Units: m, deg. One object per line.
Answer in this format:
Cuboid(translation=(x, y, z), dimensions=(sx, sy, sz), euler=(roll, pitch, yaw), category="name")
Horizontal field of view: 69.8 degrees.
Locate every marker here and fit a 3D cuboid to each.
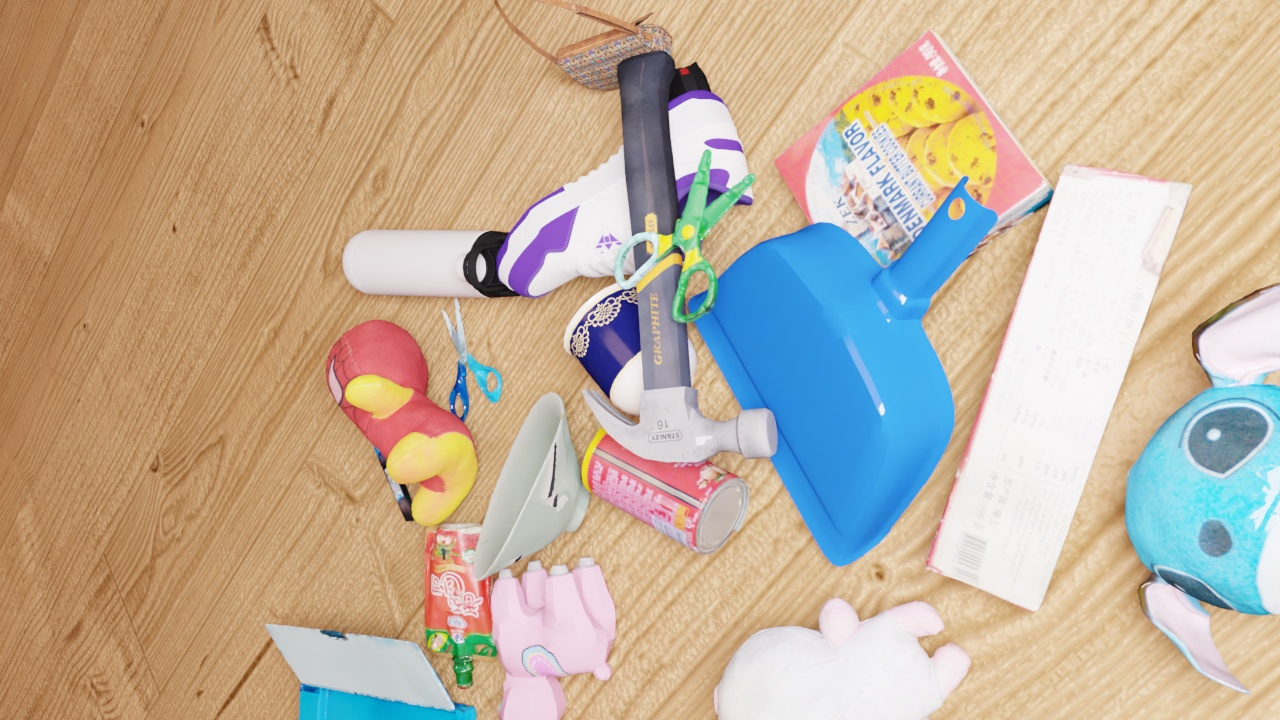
Cuboid(translation=(-0.261, 0.114, 0.963), dimensions=(0.018, 0.015, 0.123), euler=(-38, 67, 23), category="marker")

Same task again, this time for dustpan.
Cuboid(translation=(0.142, -0.023, 0.613), dimensions=(0.245, 0.059, 0.258), euler=(63, 153, 23), category="dustpan")

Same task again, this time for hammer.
Cuboid(translation=(0.019, -0.080, 0.683), dimensions=(0.139, 0.035, 0.312), euler=(-7, 82, 22), category="hammer")

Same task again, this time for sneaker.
Cuboid(translation=(-0.008, -0.105, 0.765), dimensions=(0.245, 0.091, 0.111), euler=(-35, 69, 23), category="sneaker")

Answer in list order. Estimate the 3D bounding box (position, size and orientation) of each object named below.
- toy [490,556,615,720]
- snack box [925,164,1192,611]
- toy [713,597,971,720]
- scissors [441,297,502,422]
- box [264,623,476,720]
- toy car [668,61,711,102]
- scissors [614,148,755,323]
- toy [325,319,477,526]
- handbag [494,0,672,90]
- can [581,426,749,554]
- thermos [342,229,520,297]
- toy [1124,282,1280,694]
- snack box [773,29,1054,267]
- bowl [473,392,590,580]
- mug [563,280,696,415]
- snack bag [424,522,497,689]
Cuboid(translation=(-0.077, 0.251, 0.784), dimensions=(0.123, 0.067, 0.157), euler=(-10, 84, 32), category="toy")
Cuboid(translation=(0.261, 0.017, 0.581), dimensions=(0.077, 0.044, 0.273), euler=(20, 97, 30), category="snack box")
Cuboid(translation=(0.135, 0.232, 0.619), dimensions=(0.180, 0.101, 0.139), euler=(-38, 75, 7), category="toy")
Cuboid(translation=(-0.185, 0.000, 0.920), dimensions=(0.083, 0.016, 0.135), euler=(-42, 63, 27), category="scissors")
Cuboid(translation=(-0.266, 0.339, 0.914), dimensions=(0.244, 0.060, 0.175), euler=(-6, 98, 35), category="box")
Cuboid(translation=(0.024, -0.212, 0.782), dimensions=(0.092, 0.036, 0.042), euler=(-31, 69, 40), category="toy car")
Cuboid(translation=(0.027, -0.094, 0.657), dimensions=(0.108, 0.012, 0.131), euler=(11, 89, 23), category="scissors")
Cuboid(translation=(-0.235, 0.049, 0.892), dimensions=(0.216, 0.098, 0.148), euler=(50, 153, 33), category="toy")
Cuboid(translation=(-0.054, -0.271, 0.747), dimensions=(0.094, 0.195, 0.043), euler=(-7, 86, 32), category="handbag")
Cuboid(translation=(0.017, 0.099, 0.731), dimensions=(0.124, 0.066, 0.067), euler=(24, 98, 35), category="can")
Cuboid(translation=(-0.209, -0.094, 0.897), dimensions=(0.230, 0.101, 0.068), euler=(5, 101, 35), category="thermos")
Cuboid(translation=(0.357, 0.071, 0.470), dimensions=(0.192, 0.098, 0.224), euler=(8, 103, 31), category="toy")
Cuboid(translation=(0.188, -0.130, 0.650), dimensions=(0.145, 0.040, 0.142), euler=(-38, 66, 27), category="snack box")
Cuboid(translation=(-0.081, 0.118, 0.794), dimensions=(0.175, 0.068, 0.174), euler=(-57, 17, 28), category="bowl")
Cuboid(translation=(-0.005, 0.004, 0.757), dimensions=(0.089, 0.085, 0.112), euler=(50, 148, 26), category="mug")
Cuboid(translation=(-0.170, 0.233, 0.874), dimensions=(0.087, 0.044, 0.155), euler=(-2, 89, 27), category="snack bag")
